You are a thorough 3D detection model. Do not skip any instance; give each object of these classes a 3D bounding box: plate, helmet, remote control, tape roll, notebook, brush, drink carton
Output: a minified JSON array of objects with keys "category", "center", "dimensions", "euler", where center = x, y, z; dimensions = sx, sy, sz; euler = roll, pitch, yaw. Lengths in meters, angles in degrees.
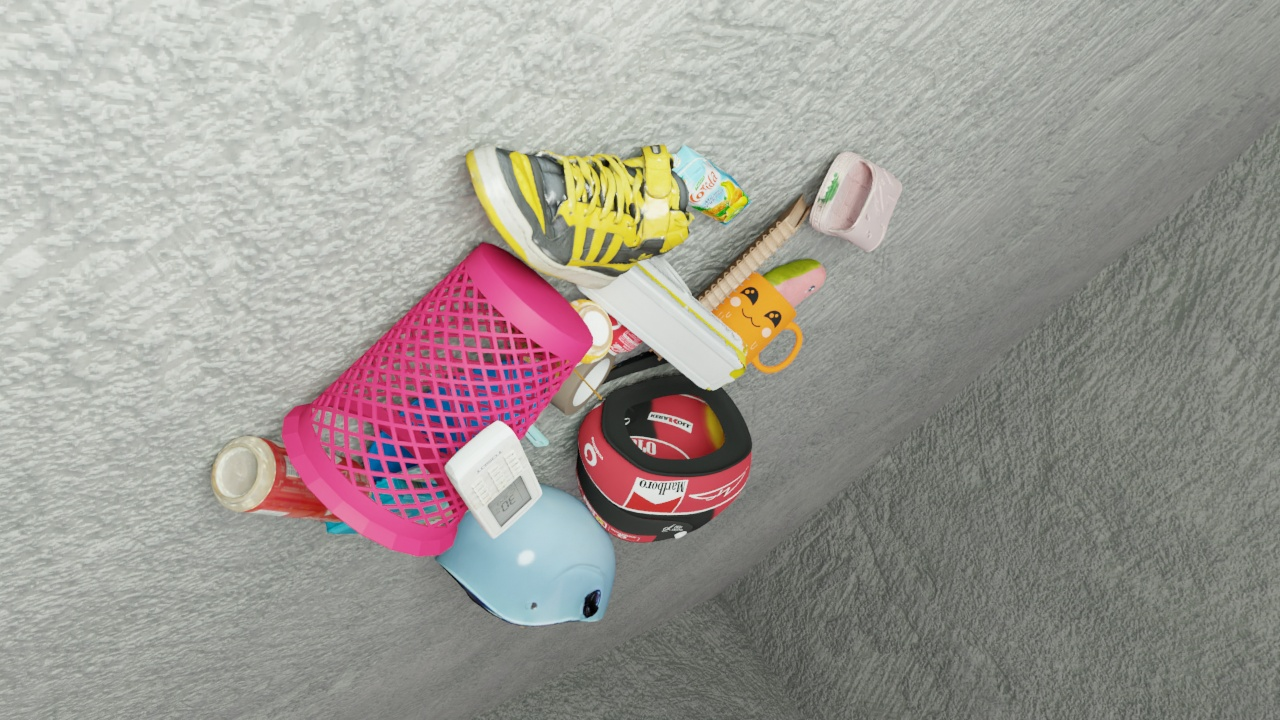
[{"category":"plate","center":[-0.197,0.063,1.003],"dimensions":[0.224,0.024,0.225],"euler":[-29,159,-13]},{"category":"helmet","center":[0.021,0.143,1.261],"dimensions":[0.270,0.197,0.225],"euler":[-8,147,-34]},{"category":"helmet","center":[-0.135,0.260,1.259],"dimensions":[0.265,0.225,0.167],"euler":[25,94,-50]},{"category":"remote control","center":[-0.006,0.006,1.094],"dimensions":[0.152,0.020,0.041],"euler":[-21,-169,33]},{"category":"tape roll","center":[-0.067,0.016,1.043],"dimensions":[0.093,0.030,0.094],"euler":[-50,167,-17]},{"category":"notebook","center":[0.101,-0.093,1.015],"dimensions":[0.211,0.022,0.168],"euler":[-44,-177,24]},{"category":"brush","center":[-0.086,-0.010,0.862],"dimensions":[0.017,0.126,0.049],"euler":[-27,159,-49]},{"category":"remote control","center":[-0.118,0.100,0.753],"dimensions":[0.060,0.025,0.139],"euler":[-42,155,-18]},{"category":"drink carton","center":[0.062,-0.165,0.872],"dimensions":[0.044,0.038,0.128],"euler":[-41,158,18]}]

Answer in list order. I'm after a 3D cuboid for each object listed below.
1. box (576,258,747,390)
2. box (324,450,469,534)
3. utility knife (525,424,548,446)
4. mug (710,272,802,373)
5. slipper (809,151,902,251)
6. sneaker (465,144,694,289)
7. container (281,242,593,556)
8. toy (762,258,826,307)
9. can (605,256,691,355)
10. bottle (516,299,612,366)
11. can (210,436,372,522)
[{"category":"box","center":[0.024,-0.046,0.928],"dimensions":[0.066,0.044,0.210],"euler":[-32,125,32]},{"category":"box","center":[-0.233,0.151,1.060],"dimensions":[0.182,0.039,0.227],"euler":[-24,166,7]},{"category":"utility knife","center":[-0.139,0.088,1.159],"dimensions":[0.022,0.015,0.120],"euler":[-3,159,8]},{"category":"mug","center":[0.135,-0.035,1.082],"dimensions":[0.096,0.112,0.077],"euler":[-45,-177,4]},{"category":"slipper","center":[0.264,-0.177,1.066],"dimensions":[0.239,0.064,0.094],"euler":[3,111,-64]},{"category":"sneaker","center":[-0.033,-0.128,0.729],"dimensions":[0.122,0.086,0.238],"euler":[-26,165,15]},{"category":"container","center":[-0.162,0.023,0.793],"dimensions":[0.226,0.183,0.183],"euler":[-47,157,11]},{"category":"toy","center":[0.191,-0.097,1.188],"dimensions":[0.110,0.051,0.090],"euler":[-31,160,-10]},{"category":"can","center":[-0.002,-0.057,0.974],"dimensions":[0.105,0.064,0.064],"euler":[-38,159,11]},{"category":"bottle","center":[-0.079,-0.023,0.912],"dimensions":[0.063,0.063,0.109],"euler":[-12,180,-44]},{"category":"can","center":[-0.326,0.116,0.872],"dimensions":[0.067,0.067,0.170],"euler":[-37,159,6]}]
